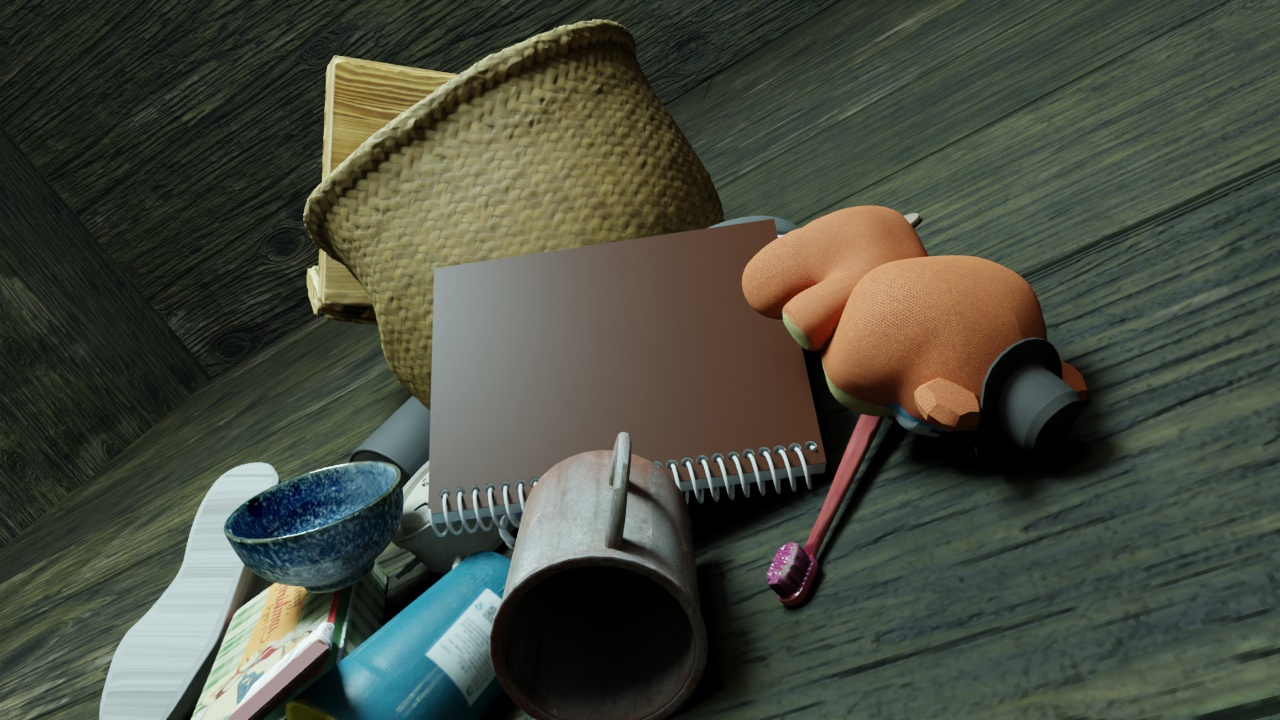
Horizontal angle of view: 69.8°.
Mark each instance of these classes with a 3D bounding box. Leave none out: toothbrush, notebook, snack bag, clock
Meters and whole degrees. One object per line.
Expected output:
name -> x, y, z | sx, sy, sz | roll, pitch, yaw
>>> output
toothbrush -> 0.106, 0.042, 0.460 | 0.016, 0.016, 0.189 | -20, 27, 48
notebook -> -0.014, 0.005, 0.519 | 0.209, 0.022, 0.171 | -8, 59, 3
snack bag -> -0.176, 0.157, 0.458 | 0.057, 0.013, 0.158 | -41, 3, -21
clock -> -0.116, 0.091, 0.670 | 0.104, 0.061, 0.156 | -14, 34, 47

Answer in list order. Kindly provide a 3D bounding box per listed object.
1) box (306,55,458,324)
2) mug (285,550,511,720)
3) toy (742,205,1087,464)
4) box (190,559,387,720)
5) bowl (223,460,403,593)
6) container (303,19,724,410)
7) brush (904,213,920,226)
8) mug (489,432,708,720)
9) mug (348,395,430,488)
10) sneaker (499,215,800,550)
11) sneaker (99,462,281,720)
box -> -0.222, -0.156, 1.034 | 0.278, 0.286, 0.337 | 2, 8, -24
mug -> -0.104, 0.156, 0.463 | 0.078, 0.078, 0.121 | -14, 21, 45
toy -> 0.131, -0.017, 0.438 | 0.112, 0.096, 0.176 | -5, 22, -28
box -> -0.231, 0.198, 0.606 | 0.117, 0.051, 0.205 | -33, 17, -2
bowl -> -0.208, 0.116, 0.607 | 0.114, 0.061, 0.114 | -10, 17, 3
container -> -0.083, -0.094, 0.735 | 0.307, 0.196, 0.307 | -35, 1, 1
brush -> 0.170, -0.078, 0.694 | 0.135, 0.015, 0.050 | -43, 22, -28
mug -> -0.015, 0.087, 0.419 | 0.096, 0.123, 0.110 | 8, 19, -8
mug -> -0.177, 0.083, 0.789 | 0.114, 0.078, 0.087 | 10, 39, 26
sneaker -> 0.022, 0.020, 0.561 | 0.256, 0.093, 0.160 | -25, 53, -5
sneaker -> -0.337, 0.204, 0.744 | 0.099, 0.089, 0.235 | -1, 51, 21
